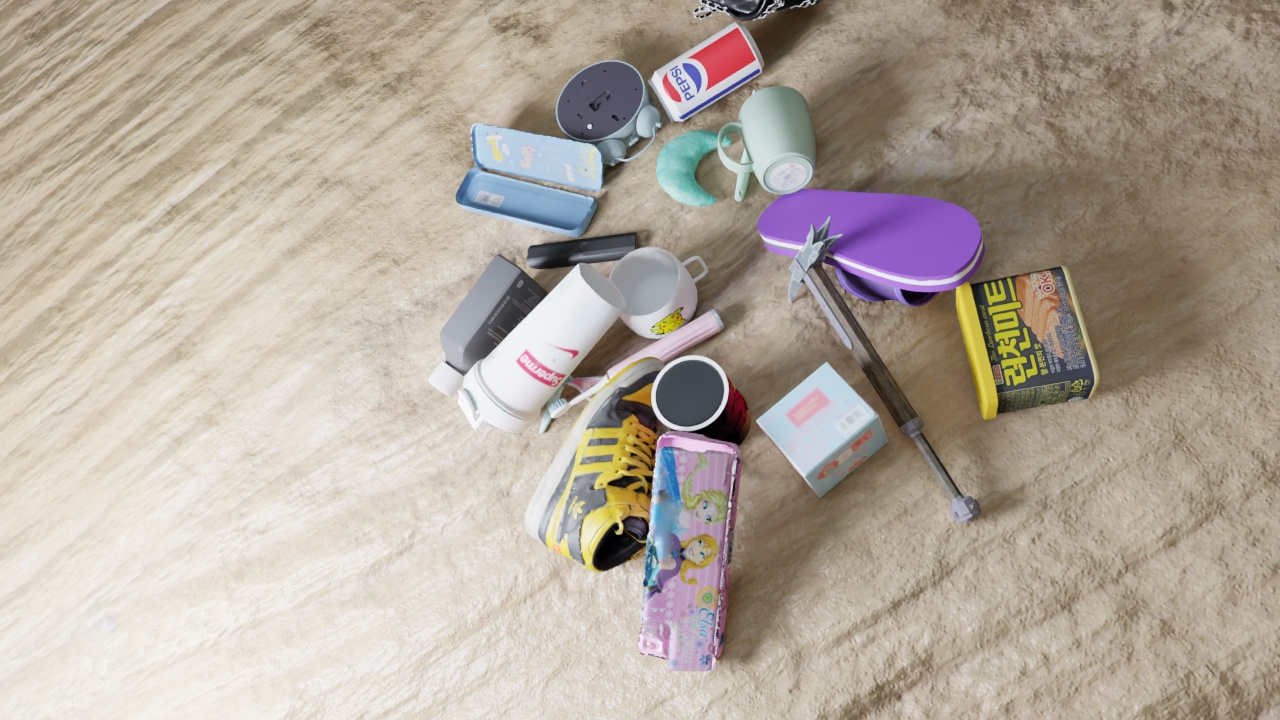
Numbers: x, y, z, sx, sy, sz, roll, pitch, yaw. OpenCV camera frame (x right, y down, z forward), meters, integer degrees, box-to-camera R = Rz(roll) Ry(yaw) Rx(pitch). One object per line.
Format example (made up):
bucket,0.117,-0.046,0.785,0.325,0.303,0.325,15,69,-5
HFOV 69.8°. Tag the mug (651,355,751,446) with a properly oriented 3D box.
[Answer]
mug,0.066,0.066,0.963,0.082,0.098,0.117,-9,67,18

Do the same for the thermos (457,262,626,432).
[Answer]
thermos,-0.115,-0.009,1.028,0.221,0.099,0.099,-47,59,19

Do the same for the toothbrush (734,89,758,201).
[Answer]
toothbrush,0.133,-0.262,1.114,0.022,0.015,0.154,15,73,-6

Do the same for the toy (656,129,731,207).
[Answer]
toy,0.062,-0.236,1.124,0.085,0.033,0.105,10,72,13

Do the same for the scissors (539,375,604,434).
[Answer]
scissors,-0.076,0.011,1.089,0.177,0.013,0.170,13,74,25

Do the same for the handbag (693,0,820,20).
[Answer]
handbag,0.149,-0.458,1.131,0.153,0.115,0.125,-25,54,-37

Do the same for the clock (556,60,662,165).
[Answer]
clock,-0.039,-0.317,1.187,0.122,0.045,0.159,-38,62,3

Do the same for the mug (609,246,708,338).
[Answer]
mug,0.024,-0.082,1.055,0.116,0.068,0.094,-31,62,7

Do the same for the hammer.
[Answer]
hammer,0.242,0.022,0.922,0.028,0.147,0.316,-24,72,-16

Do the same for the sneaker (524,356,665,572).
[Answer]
sneaker,-0.016,0.116,0.981,0.122,0.086,0.238,32,87,34

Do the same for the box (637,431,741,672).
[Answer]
box,0.042,0.189,0.890,0.085,0.070,0.230,9,99,23

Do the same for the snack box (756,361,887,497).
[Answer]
snack box,0.183,0.071,0.918,0.093,0.095,0.079,-41,61,3

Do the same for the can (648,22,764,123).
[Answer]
can,0.082,-0.356,1.140,0.132,0.070,0.070,-30,62,8

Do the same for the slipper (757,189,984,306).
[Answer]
slipper,0.249,-0.113,0.980,0.267,0.084,0.107,21,62,46

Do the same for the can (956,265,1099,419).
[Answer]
can,0.374,-0.018,0.893,0.101,0.072,0.130,-11,66,14

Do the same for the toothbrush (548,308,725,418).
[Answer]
toothbrush,-0.006,0.006,1.041,0.222,0.027,0.026,-29,55,0

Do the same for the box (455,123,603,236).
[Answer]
box,-0.143,-0.237,1.199,0.210,0.043,0.125,17,96,26

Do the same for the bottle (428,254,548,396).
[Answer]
bottle,-0.192,-0.035,1.113,0.046,0.083,0.174,34,85,28

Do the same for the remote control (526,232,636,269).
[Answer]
remote control,-0.072,-0.137,1.144,0.147,0.015,0.033,-4,68,20

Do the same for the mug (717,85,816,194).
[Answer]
mug,0.144,-0.246,1.048,0.111,0.084,0.103,-4,55,0
